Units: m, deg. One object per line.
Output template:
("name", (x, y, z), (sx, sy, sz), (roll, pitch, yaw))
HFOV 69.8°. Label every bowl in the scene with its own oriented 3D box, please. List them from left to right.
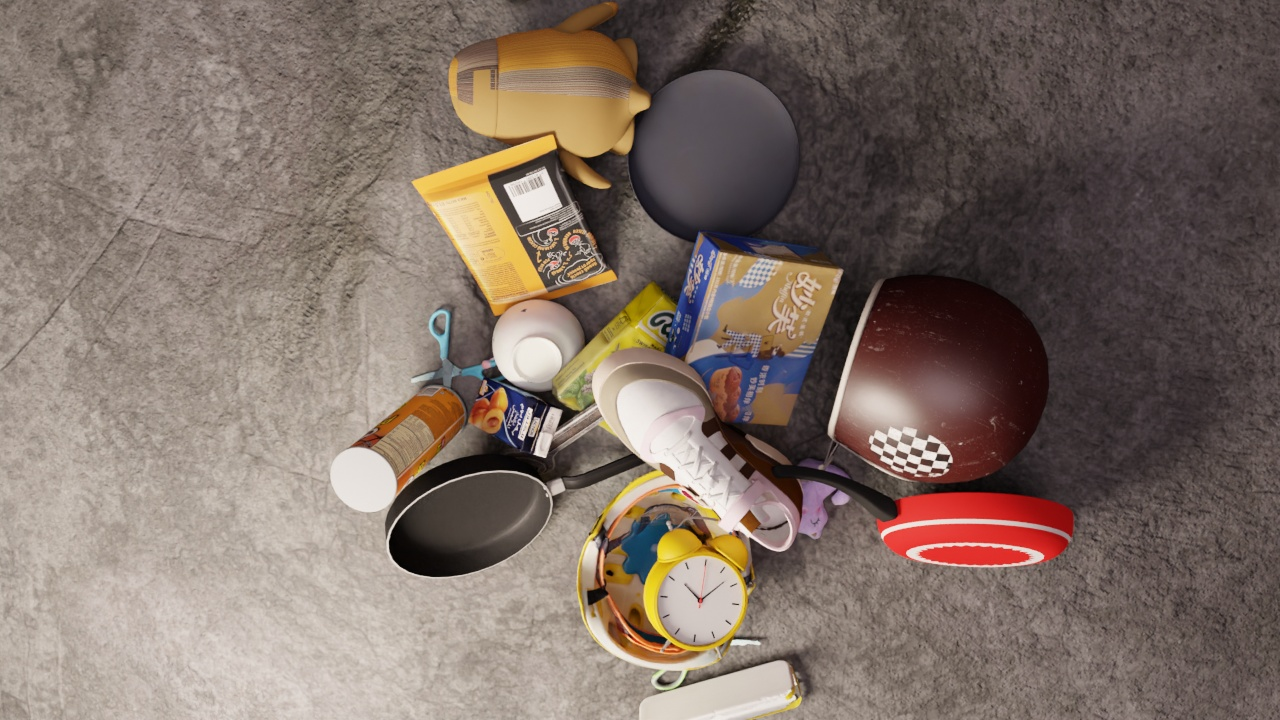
("bowl", (-0.124, -0.012, 1.104), (0.113, 0.063, 0.113), (-1, 112, -3))

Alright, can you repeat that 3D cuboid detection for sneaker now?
("sneaker", (0.065, 0.109, 0.977), (0.112, 0.116, 0.294), (-42, 112, 15))

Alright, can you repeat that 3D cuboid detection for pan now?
("pan", (-0.140, 0.163, 1.132), (0.355, 0.044, 0.204), (-21, 140, -9))
("pan", (0.116, -0.163, 1.079), (0.199, 0.021, 0.356), (-23, 100, 10))
("pan", (0.307, 0.175, 1.021), (0.356, 0.209, 0.067), (12, 68, -16))

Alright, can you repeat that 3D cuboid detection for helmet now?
("helmet", (0.023, 0.243, 1.119), (0.209, 0.140, 0.240), (19, 82, -11))
("helmet", (0.305, 0.026, 1.004), (0.254, 0.234, 0.232), (18, 67, 17))

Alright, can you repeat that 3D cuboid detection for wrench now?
("wrench", (-0.073, 0.078, 1.091), (0.070, 0.010, 0.274), (28, 134, -32))

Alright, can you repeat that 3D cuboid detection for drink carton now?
("drink carton", (-0.151, 0.066, 1.100), (0.040, 0.130, 0.064), (19, 90, -41))

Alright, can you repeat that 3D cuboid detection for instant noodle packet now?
("instant noodle packet", (-0.137, -0.145, 1.051), (0.160, 0.032, 0.221), (-16, 137, 9))

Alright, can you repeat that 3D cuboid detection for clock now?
("clock", (0.065, 0.252, 1.030), (0.113, 0.052, 0.152), (9, 88, -12))

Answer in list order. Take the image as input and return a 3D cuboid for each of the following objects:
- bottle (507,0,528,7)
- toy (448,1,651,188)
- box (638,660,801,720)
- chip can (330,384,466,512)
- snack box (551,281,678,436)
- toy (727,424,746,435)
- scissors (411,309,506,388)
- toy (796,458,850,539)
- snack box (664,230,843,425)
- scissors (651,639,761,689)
("bottle", (-0.148, -0.497, 1.021), (0.084, 0.046, 0.174), (-25, 98, 10))
("toy", (-0.107, -0.293, 1.005), (0.203, 0.162, 0.199), (-1, 103, -16))
("box", (0.107, 0.456, 1.195), (0.210, 0.079, 0.080), (-18, 116, 9))
("chip can", (-0.276, 0.096, 1.073), (0.075, 0.214, 0.075), (3, 107, 9))
("snack box", (-0.006, 0.006, 1.086), (0.181, 0.045, 0.121), (-43, 130, 11))
("toy", (0.111, 0.128, 1.119), (0.076, 0.063, 0.100), (-32, 79, -6))
("scissors", (-0.232, -0.005, 1.155), (0.135, 0.015, 0.136), (-14, 101, 6))
("toy", (0.215, 0.173, 1.134), (0.080, 0.036, 0.100), (17, 102, 3))
("snack box", (0.118, -0.032, 1.035), (0.155, 0.069, 0.203), (5, 116, -23))
("scissors", (0.074, 0.377, 1.206), (0.170, 0.028, 0.139), (-4, 99, 11))
